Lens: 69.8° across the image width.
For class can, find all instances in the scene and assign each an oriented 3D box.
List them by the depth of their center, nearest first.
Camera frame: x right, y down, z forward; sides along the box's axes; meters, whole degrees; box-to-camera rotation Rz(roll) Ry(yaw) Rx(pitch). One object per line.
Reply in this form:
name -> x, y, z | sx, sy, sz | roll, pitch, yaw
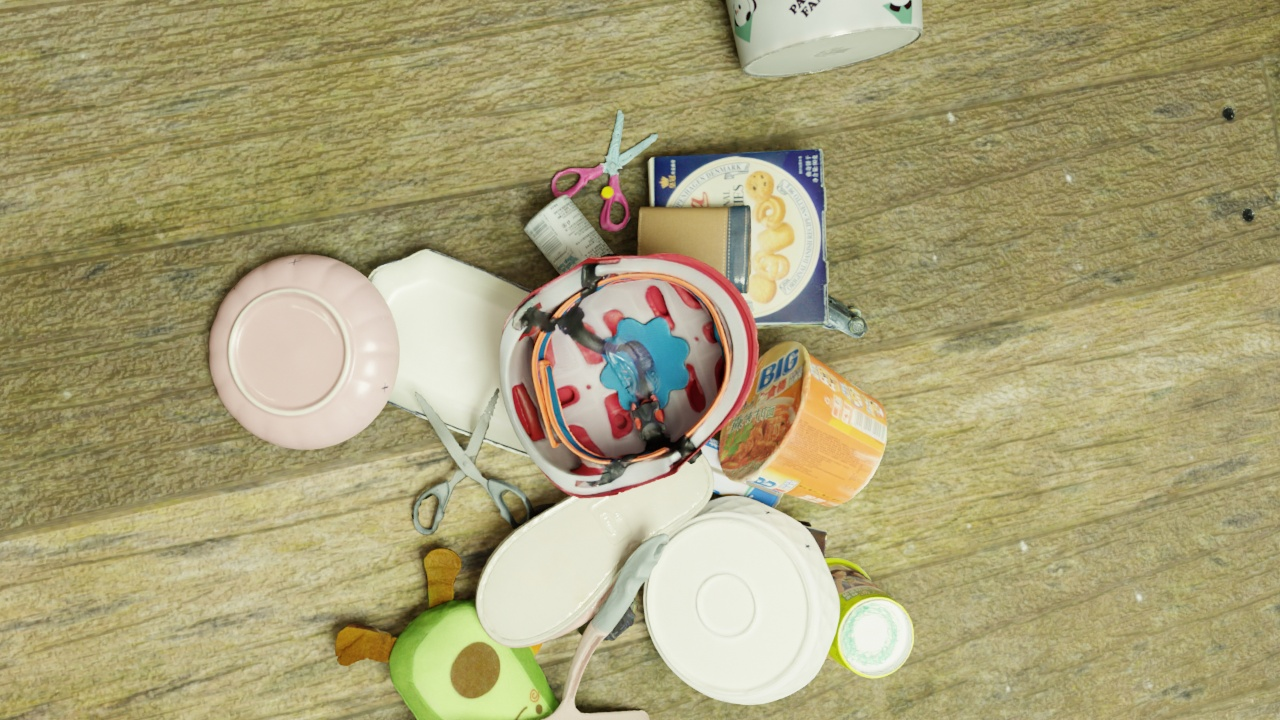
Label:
can -> -0.054, -0.098, 0.949 | 0.058, 0.058, 0.146 | -40, 96, -8
can -> 0.084, 0.114, 0.971 | 0.134, 0.053, 0.053 | 23, 85, -9

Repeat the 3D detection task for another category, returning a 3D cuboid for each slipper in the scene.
slipper -> -0.044, 0.178, 0.910 | 0.274, 0.054, 0.114 | -38, 82, -10

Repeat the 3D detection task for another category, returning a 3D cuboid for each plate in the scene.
plate -> -0.331, -0.008, 0.887 | 0.192, 0.039, 0.192 | 0, 91, 5
plate -> 0.092, 0.242, 0.918 | 0.205, 0.045, 0.204 | -2, 84, 23
plate -> -0.165, -0.006, 0.940 | 0.265, 0.034, 0.162 | 22, 86, -9

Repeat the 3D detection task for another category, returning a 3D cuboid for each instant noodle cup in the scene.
instant noodle cup -> 0.165, 0.071, 0.915 | 0.111, 0.151, 0.151 | 25, 85, -17
instant noodle cup -> 0.220, 0.273, 0.955 | 0.111, 0.123, 0.111 | 0, 89, -10

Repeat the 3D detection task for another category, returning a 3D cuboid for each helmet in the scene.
helmet -> -0.005, 0.005, 0.867 | 0.240, 0.144, 0.207 | -25, 89, 8

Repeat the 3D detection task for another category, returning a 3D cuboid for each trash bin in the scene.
trash bin -> 0.172, -0.432, 0.918 | 0.229, 0.229, 0.252 | -10, 96, -10

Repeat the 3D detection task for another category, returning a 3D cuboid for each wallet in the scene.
wallet -> 0.054, -0.112, 0.926 | 0.115, 0.033, 0.090 | 1, 87, 6

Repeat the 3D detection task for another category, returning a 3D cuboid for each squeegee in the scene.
squeegee -> -0.036, 0.263, 0.877 | 0.247, 0.040, 0.250 | 14, 108, -43

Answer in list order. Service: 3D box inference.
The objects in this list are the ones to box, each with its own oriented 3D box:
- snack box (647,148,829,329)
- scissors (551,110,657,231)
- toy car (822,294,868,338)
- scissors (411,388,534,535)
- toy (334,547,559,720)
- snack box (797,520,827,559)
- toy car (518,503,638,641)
snack box -> 0.102, -0.123, 0.961 | 0.182, 0.046, 0.178 | -2, 89, 5
scissors -> -0.040, -0.205, 0.976 | 0.118, 0.017, 0.133 | 9, 83, -5
toy car -> 0.207, -0.053, 1.002 | 0.090, 0.042, 0.034 | 29, 111, -5
scissors -> -0.179, 0.107, 0.922 | 0.159, 0.014, 0.178 | -34, 100, 8
toy -> -0.168, 0.314, 0.904 | 0.246, 0.090, 0.226 | 47, 69, -6
snack box -> 0.128, 0.220, 0.953 | 0.126, 0.053, 0.113 | 7, 88, 18
toy car -> -0.066, 0.218, 0.948 | 0.070, 0.042, 0.158 | -36, 84, -11
